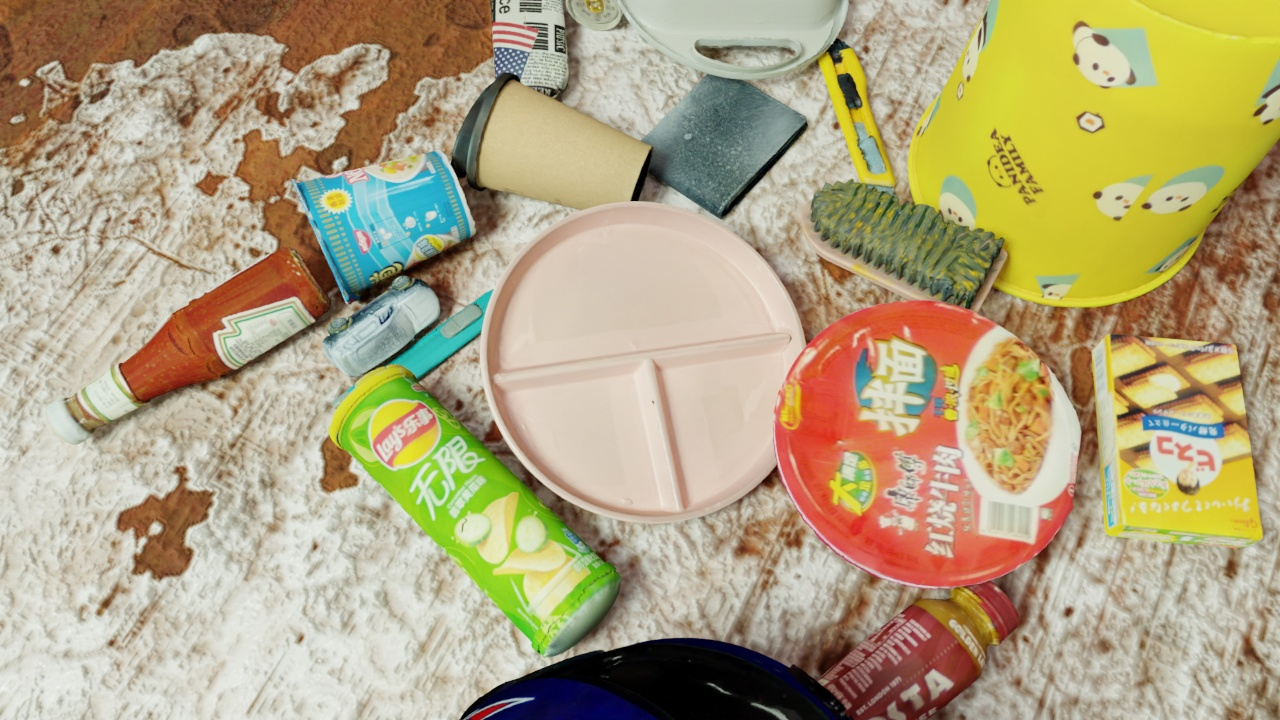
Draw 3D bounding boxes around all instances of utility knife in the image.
[{"bbox_3d":[0.178,-0.195,0.744,0.033,0.015,0.171,-13,67,1],"label":"utility knife"},{"bbox_3d":[-0.136,-0.026,0.690,0.217,0.013,0.029,-38,70,-12],"label":"utility knife"}]

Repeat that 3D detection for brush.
[{"bbox_3d":[0.183,-0.080,0.666,0.146,0.073,0.063,27,76,18],"label":"brush"}]

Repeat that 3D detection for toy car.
[{"bbox_3d":[-0.187,-0.024,0.672,0.090,0.043,0.034,-37,43,-14],"label":"toy car"}]

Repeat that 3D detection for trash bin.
[{"bbox_3d":[0.323,-0.193,0.607,0.229,0.256,0.229,-1,67,2],"label":"trash bin"}]

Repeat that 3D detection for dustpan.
[{"bbox_3d":[0.067,-0.358,0.783,0.222,0.143,0.257,-4,41,-13],"label":"dustpan"}]

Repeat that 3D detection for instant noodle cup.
[{"bbox_3d":[-0.188,-0.107,0.690,0.109,0.099,0.099,-24,68,-16],"label":"instant noodle cup"},{"bbox_3d":[0.184,0.059,0.612,0.194,0.066,0.193,-1,67,3],"label":"instant noodle cup"}]

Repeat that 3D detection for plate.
[{"bbox_3d":[0.004,-0.001,0.638,0.229,0.028,0.229,3,75,-11],"label":"plate"}]

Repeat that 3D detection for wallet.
[{"bbox_3d":[0.063,-0.180,0.743,0.097,0.019,0.120,37,72,17],"label":"wallet"}]

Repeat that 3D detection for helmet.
[{"bbox_3d":[0.011,0.244,0.417,0.239,0.316,0.247,-18,62,-42],"label":"helmet"}]

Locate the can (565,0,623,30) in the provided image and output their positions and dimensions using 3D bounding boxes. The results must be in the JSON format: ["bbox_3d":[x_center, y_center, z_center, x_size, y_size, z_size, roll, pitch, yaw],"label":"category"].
[{"bbox_3d":[-0.026,-0.356,0.800,0.053,0.053,0.132,11,68,7],"label":"can"}]

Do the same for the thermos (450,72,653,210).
[{"bbox_3d":[-0.067,-0.159,0.707,0.143,0.093,0.093,21,70,2],"label":"thermos"}]

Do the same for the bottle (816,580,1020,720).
[{"bbox_3d":[0.152,0.197,0.559,0.174,0.057,0.057,-33,70,-11],"label":"bottle"}]

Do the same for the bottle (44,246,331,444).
[{"bbox_3d":[-0.329,-0.009,0.670,0.206,0.060,0.059,-34,70,-10],"label":"bottle"}]

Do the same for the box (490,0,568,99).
[{"bbox_3d":[-0.096,-0.287,0.787,0.068,0.051,0.164,-8,65,10],"label":"box"}]

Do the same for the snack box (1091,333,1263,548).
[{"bbox_3d":[0.361,0.053,0.624,0.087,0.034,0.140,6,69,6],"label":"snack box"}]

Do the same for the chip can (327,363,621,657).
[{"bbox_3d":[-0.109,0.097,0.606,0.221,0.073,0.072,41,75,17],"label":"chip can"}]
